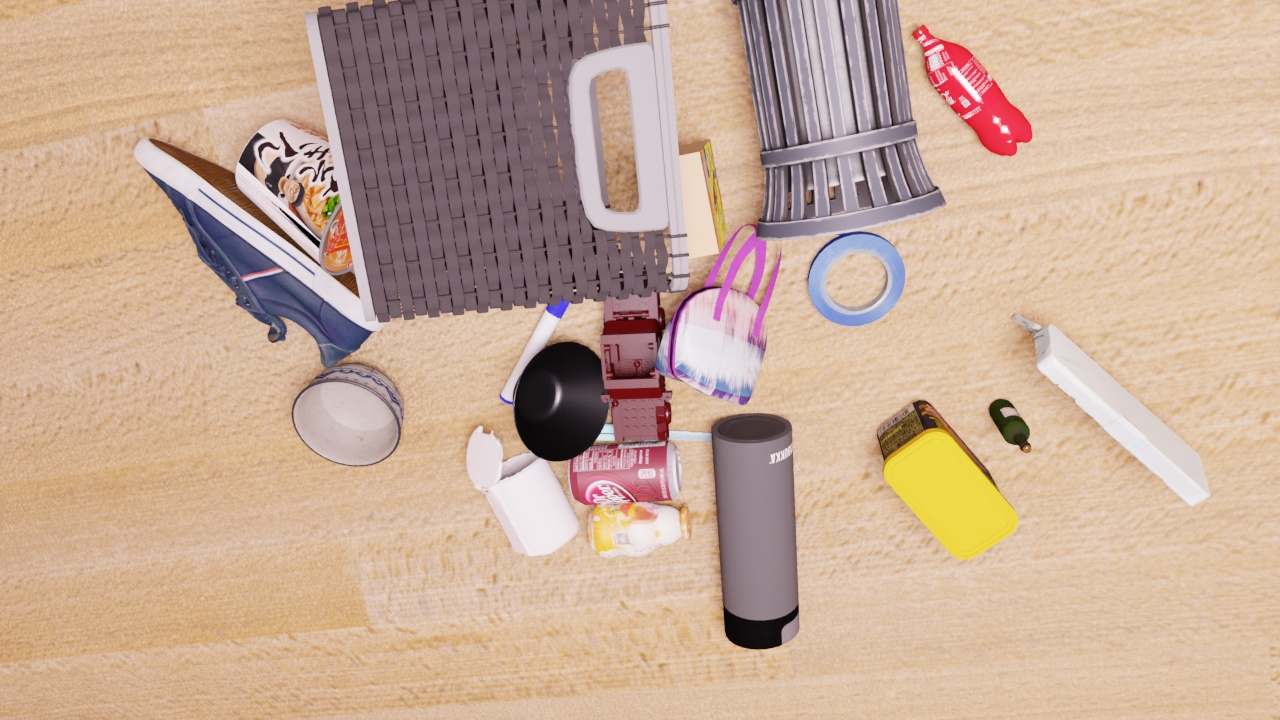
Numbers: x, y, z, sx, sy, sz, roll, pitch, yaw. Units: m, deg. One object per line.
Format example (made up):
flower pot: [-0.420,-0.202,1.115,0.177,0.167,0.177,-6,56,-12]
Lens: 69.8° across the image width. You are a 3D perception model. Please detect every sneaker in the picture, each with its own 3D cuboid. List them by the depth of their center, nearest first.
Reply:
sneaker: [-0.407,-0.100,0.943,0.294,0.120,0.127,43,96,-10]

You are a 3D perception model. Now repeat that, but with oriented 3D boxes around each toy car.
toy car: [-0.005,0.005,0.935,0.070,0.061,0.170,-2,103,9]

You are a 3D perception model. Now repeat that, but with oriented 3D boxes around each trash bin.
trash bin: [0.162,-0.233,0.787,0.164,0.164,0.227,-9,103,11]

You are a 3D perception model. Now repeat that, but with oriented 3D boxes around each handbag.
handbag: [0.089,-0.050,0.892,0.068,0.144,0.170,25,94,42]

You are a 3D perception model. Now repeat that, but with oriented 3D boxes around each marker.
marker: [-0.110,-0.015,0.970,0.020,0.020,0.142,30,110,-2]

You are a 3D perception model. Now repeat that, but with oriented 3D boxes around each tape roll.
tape roll: [0.212,-0.080,0.902,0.091,0.016,0.093,10,110,5]

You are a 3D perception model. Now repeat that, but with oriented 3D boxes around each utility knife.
utility knife: [0.001,0.078,0.991,0.168,0.015,0.022,2,110,4]

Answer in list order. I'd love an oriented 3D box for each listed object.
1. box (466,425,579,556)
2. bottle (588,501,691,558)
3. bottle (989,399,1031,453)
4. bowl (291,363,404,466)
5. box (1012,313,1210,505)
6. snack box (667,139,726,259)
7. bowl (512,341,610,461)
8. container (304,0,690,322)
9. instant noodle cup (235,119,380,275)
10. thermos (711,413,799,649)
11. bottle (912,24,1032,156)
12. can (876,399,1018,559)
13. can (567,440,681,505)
box: [-0.134,0.136,0.989,0.091,0.081,0.161,-29,103,-26]
bottle: [0.000,0.181,0.996,0.109,0.063,0.063,-6,107,11]
bottle: [0.358,0.065,0.882,0.025,0.106,0.025,2,108,7]
bowl: [-0.310,0.052,0.994,0.115,0.059,0.116,2,124,2]
box: [0.433,0.035,0.845,0.197,0.135,0.043,41,115,-6]
snack box: [0.049,-0.150,0.845,0.040,0.125,0.088,-9,107,11]
bowl: [-0.095,0.040,0.956,0.053,0.123,0.124,10,116,48]
container: [-0.122,-0.175,0.757,0.243,0.245,0.247,-10,108,-13]
instant noodle cup: [-0.320,-0.169,0.906,0.122,0.123,0.124,34,110,6]
thermos: [0.123,0.182,0.969,0.082,0.082,0.241,-2,108,9]
bottle: [0.294,-0.243,0.822,0.042,0.041,0.141,-41,98,18]
can: [0.299,0.113,0.909,0.073,0.100,0.131,-40,99,18]
can: [-0.016,0.120,0.978,0.114,0.063,0.063,-5,107,10]
